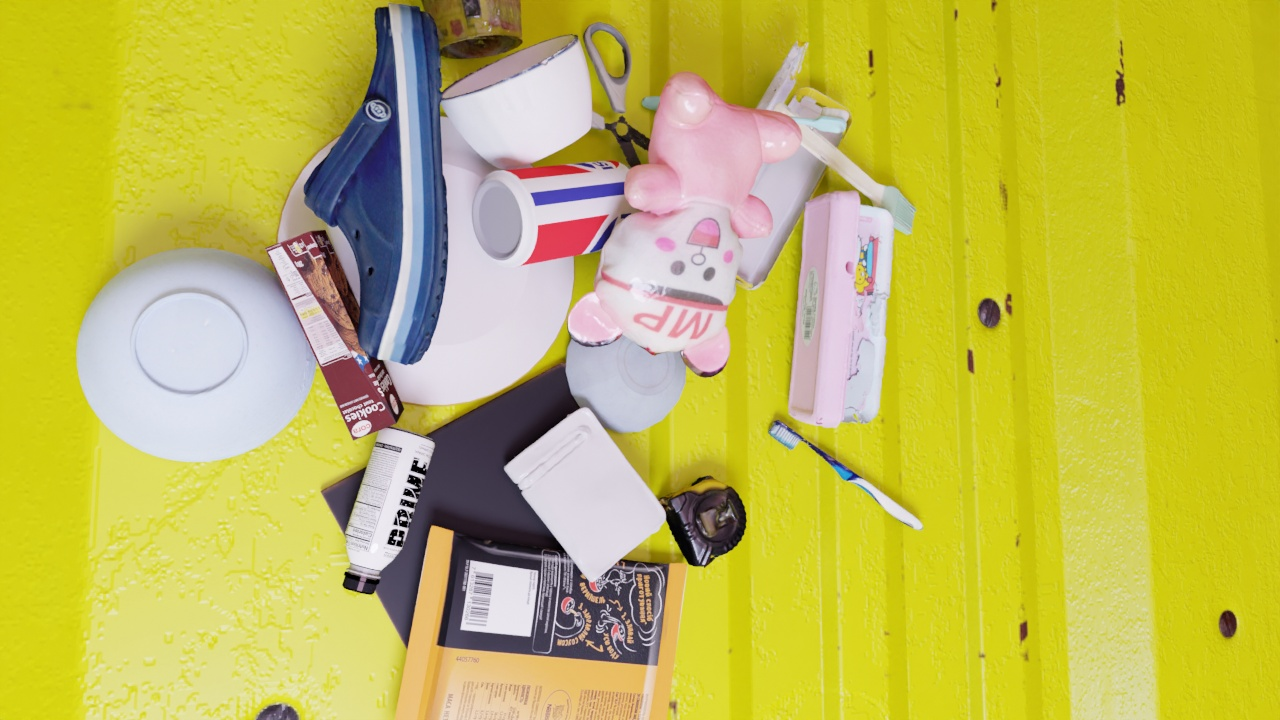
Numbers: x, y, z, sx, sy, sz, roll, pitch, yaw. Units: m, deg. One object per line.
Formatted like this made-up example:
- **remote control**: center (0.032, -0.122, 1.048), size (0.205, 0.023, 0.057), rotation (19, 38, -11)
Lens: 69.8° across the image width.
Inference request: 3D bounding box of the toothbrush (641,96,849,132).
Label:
- **toothbrush**: center (0.083, -0.208, 0.764), size (0.181, 0.016, 0.016), rotation (12, 63, 22)

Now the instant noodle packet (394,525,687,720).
- **instant noodle packet**: center (-0.068, 0.223, 0.697), size (0.220, 0.032, 0.159), rotation (14, 78, -26)

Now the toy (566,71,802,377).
- **toy**: center (0.034, -0.099, 0.693), size (0.141, 0.084, 0.213), rotation (12, 97, -34)

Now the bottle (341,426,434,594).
- **bottle**: center (-0.182, 0.107, 0.651), size (0.041, 0.041, 0.116), rotation (20, 77, -21)

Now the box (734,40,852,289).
- **box**: center (0.120, -0.171, 0.801), size (0.084, 0.080, 0.210), rotation (29, 74, 2)

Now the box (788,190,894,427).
- **box**: center (0.191, -0.042, 0.807), size (0.103, 0.101, 0.201), rotation (4, 92, -14)

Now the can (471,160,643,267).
- **can**: center (-0.059, -0.115, 0.705), size (0.131, 0.070, 0.070), rotation (-18, 92, -44)

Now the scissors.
- **scissors**: center (-0.030, -0.208, 0.769), size (0.169, 0.013, 0.157), rotation (4, 82, -16)

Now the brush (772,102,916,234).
- **brush**: center (0.189, -0.173, 0.836), size (0.217, 0.012, 0.033), rotation (26, 72, -38)

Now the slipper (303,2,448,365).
- **slipper**: center (-0.181, -0.120, 0.631), size (0.095, 0.105, 0.252), rotation (2, 81, -18)

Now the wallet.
- **wallet**: center (-0.043, 0.103, 0.716), size (0.086, 0.032, 0.116), rotation (-33, 89, -20)

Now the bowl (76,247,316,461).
- **bowl**: center (-0.292, -0.007, 0.603), size (0.150, 0.075, 0.150), rotation (2, 85, -21)

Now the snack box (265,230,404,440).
- **snack box**: center (-0.211, -0.019, 0.641), size (0.031, 0.051, 0.141), rotation (-22, 101, -4)

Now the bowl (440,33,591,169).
- **bowl**: center (-0.087, -0.193, 0.695), size (0.116, 0.116, 0.066), rotation (-36, 119, -23)

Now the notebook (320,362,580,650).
- **notebook**: center (-0.115, 0.111, 0.708), size (0.208, 0.008, 0.141), rotation (-29, 96, -23)

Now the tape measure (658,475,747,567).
- **tape measure**: center (0.057, 0.132, 0.763), size (0.062, 0.038, 0.067), rotation (-24, 88, -28)

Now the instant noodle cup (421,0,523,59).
- **instant noodle cup**: center (-0.131, -0.295, 0.704), size (0.102, 0.102, 0.108), rotation (-12, 98, -24)

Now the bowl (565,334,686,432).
- **bowl**: center (-0.004, 0.004, 0.746), size (0.106, 0.039, 0.106), rotation (5, 79, -28)

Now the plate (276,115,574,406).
- **plate**: center (-0.156, -0.079, 0.703), size (0.229, 0.021, 0.229), rotation (3, 83, -23)

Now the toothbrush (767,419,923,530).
- **toothbrush**: center (0.190, 0.109, 0.839), size (0.189, 0.016, 0.017), rotation (35, 82, -16)
